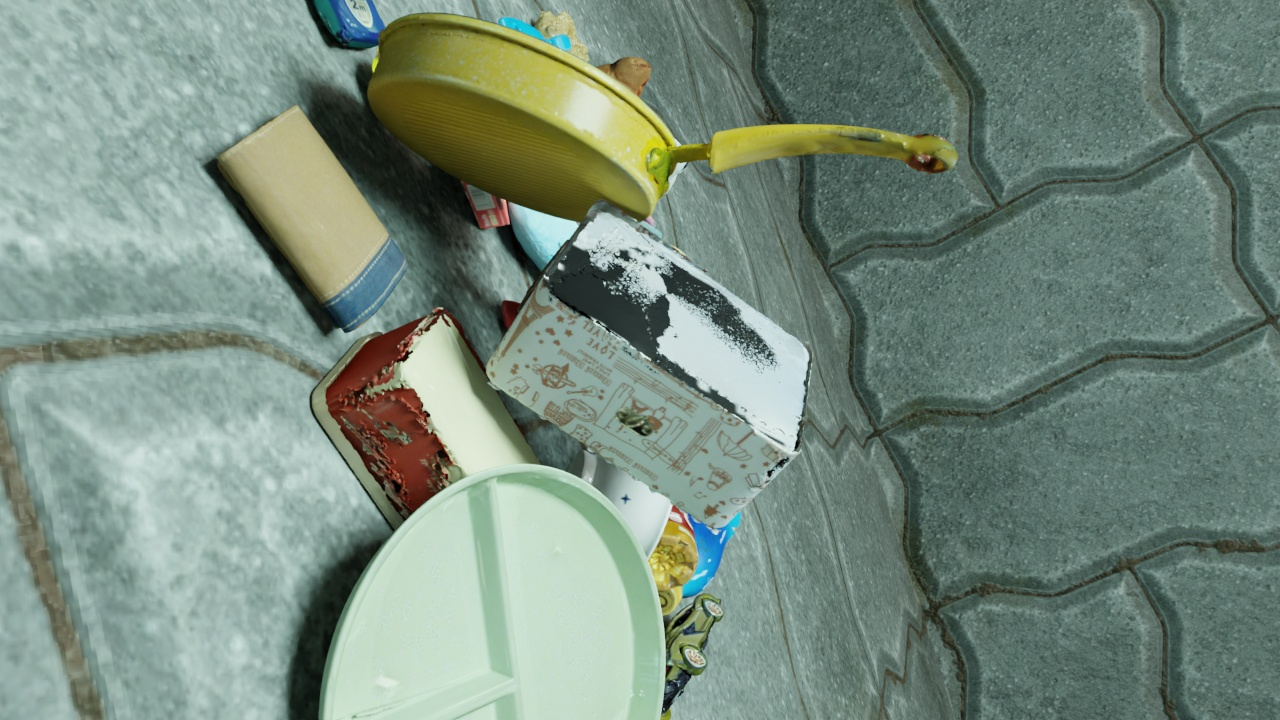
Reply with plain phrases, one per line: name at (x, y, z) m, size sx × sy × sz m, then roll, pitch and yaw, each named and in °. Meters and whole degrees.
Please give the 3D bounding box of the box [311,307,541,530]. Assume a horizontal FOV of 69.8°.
box at (-0.103, 0.059, 0.536) m, size 0.168 × 0.076 × 0.091 m, roll 62°, pitch 20°, yaw -23°

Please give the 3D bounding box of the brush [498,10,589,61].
brush at (-0.101, -0.332, 0.953) m, size 0.254 × 0.046 × 0.083 m, roll -60°, pitch 133°, yaw -73°

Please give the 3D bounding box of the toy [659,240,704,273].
toy at (0.023, -0.110, 1.095) m, size 0.105 × 0.066 × 0.157 m, roll 34°, pitch 22°, yaw -6°

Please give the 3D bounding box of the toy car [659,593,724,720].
toy car at (0.031, 0.242, 0.760) m, size 0.042 × 0.070 × 0.158 m, roll 33°, pitch 16°, yaw 8°

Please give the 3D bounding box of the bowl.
bowl at (-0.024, 0.102, 0.712) m, size 0.064 × 0.119 × 0.118 m, roll 22°, pitch 39°, yaw -15°

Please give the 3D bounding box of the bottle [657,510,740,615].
bottle at (0.045, 0.175, 0.858) m, size 0.065 × 0.065 × 0.218 m, roll 70°, pitch 18°, yaw -4°

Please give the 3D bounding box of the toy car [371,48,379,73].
toy car at (-0.166, -0.193, 0.672) m, size 0.105 × 0.032 × 0.048 m, roll 24°, pitch 54°, yaw -79°

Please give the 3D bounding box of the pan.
pan at (0.005, -0.137, 0.562) m, size 0.197 × 0.358 × 0.078 m, roll 49°, pitch 60°, yaw -74°

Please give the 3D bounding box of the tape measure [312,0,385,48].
tape measure at (-0.201, -0.239, 0.627) m, size 0.054 × 0.025 × 0.058 m, roll 66°, pitch 15°, yaw -10°

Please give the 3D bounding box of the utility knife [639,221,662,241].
utility knife at (-0.033, -0.164, 1.003) m, size 0.204 × 0.021 × 0.031 m, roll 24°, pitch 56°, yaw -57°

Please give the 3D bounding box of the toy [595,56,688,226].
toy at (-0.007, -0.247, 1.042) m, size 0.140 × 0.130 × 0.200 m, roll -62°, pitch 152°, yaw -20°

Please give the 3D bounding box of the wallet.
wallet at (-0.182, -0.080, 0.520) m, size 0.115 × 0.033 × 0.090 m, roll 61°, pitch 19°, yaw -26°

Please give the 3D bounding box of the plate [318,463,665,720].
plate at (-0.068, 0.170, 0.483) m, size 0.229 × 0.028 × 0.230 m, roll 8°, pitch 79°, yaw -49°

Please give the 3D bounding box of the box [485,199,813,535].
box at (0.006, -0.008, 0.615) m, size 0.179 × 0.134 × 0.270 m, roll 34°, pitch 4°, yaw -8°

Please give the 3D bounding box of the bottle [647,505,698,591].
bottle at (0.015, 0.127, 0.804) m, size 0.174 × 0.057 × 0.057 m, roll -96°, pitch 161°, yaw -67°

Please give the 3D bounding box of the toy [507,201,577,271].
toy at (-0.071, -0.097, 0.811) m, size 0.156 × 0.050 × 0.161 m, roll 66°, pitch 10°, yaw 15°

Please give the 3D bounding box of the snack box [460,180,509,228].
snack box at (-0.133, -0.189, 0.732) m, size 0.075 × 0.025 × 0.152 m, roll 86°, pitch -7°, yaw -70°

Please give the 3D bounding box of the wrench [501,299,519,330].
wrench at (-0.053, -0.006, 0.835) m, size 0.273 × 0.016 × 0.056 m, roll 33°, pitch 41°, yaw -62°
